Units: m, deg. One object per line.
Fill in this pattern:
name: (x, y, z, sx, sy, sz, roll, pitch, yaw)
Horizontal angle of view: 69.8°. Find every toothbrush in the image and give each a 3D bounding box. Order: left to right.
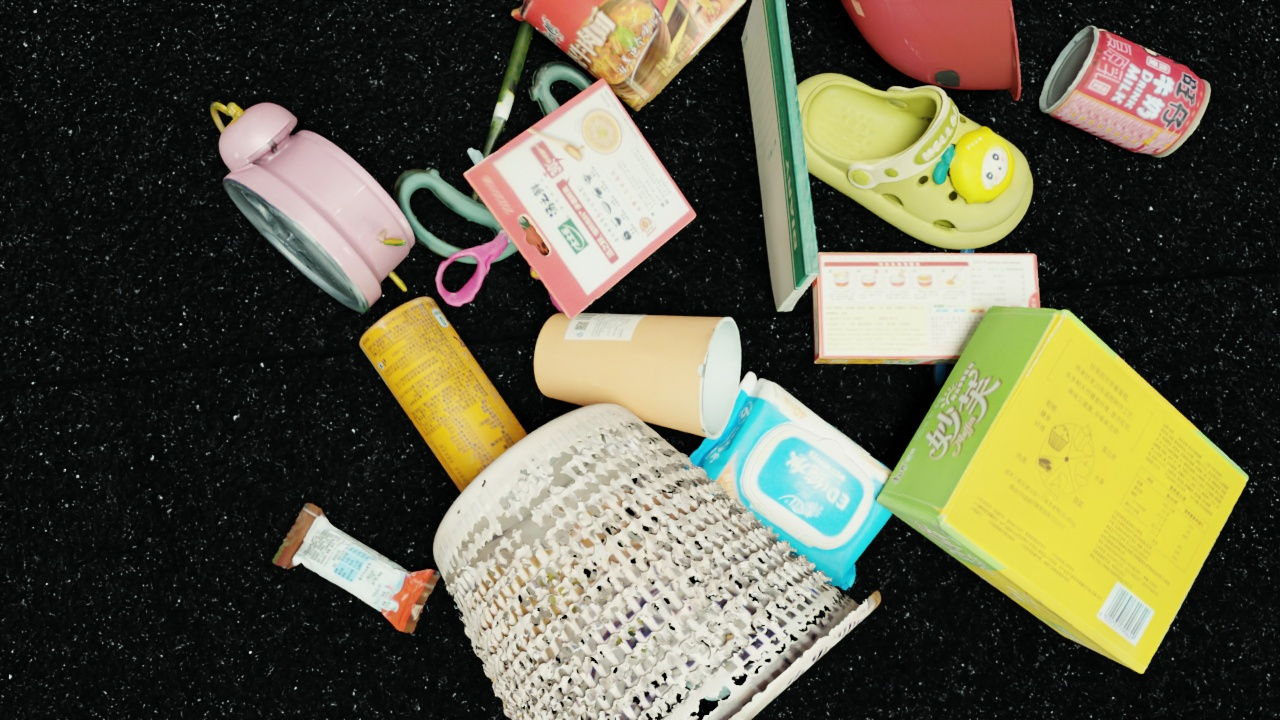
toothbrush: (-0.094, -0.187, 0.660, 0.017, 0.012, 0.185, 16, 83, -9)
toothbrush: (0.222, -0.009, 0.669, 0.014, 0.016, 0.189, 14, 81, 3)

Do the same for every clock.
clock: (-0.217, -0.104, 0.592, 0.158, 0.117, 0.059, 40, 72, -2)

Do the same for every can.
can: (-0.124, 0.031, 0.614, 0.058, 0.058, 0.146, -35, 88, -7)
can: (0.351, -0.194, 0.667, 0.094, 0.066, 0.066, 23, 83, -2)

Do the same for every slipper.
slipper: (0.190, -0.146, 0.645, 0.190, 0.081, 0.091, 25, 85, 1)

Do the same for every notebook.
notebook: (0.090, -0.144, 0.601, 0.012, 0.150, 0.209, -6, 85, 1)

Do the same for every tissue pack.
tissue pack: (0.105, 0.082, 0.624, 0.140, 0.063, 0.090, 36, 83, -1)

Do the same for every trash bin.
trash bin: (-0.009, 0.140, 0.535, 0.227, 0.227, 0.192, -39, 70, -7)

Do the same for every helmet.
helmet: (0.187, -0.292, 0.609, 0.144, 0.206, 0.240, 2, 116, 17)

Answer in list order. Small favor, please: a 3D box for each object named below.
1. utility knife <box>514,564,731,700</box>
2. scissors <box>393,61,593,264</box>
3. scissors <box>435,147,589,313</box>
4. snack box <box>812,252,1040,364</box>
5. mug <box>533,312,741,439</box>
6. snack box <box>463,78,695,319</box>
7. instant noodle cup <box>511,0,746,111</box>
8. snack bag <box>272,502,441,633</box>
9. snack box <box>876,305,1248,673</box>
utility knife: (-0.026, 0.173, 0.633, 0.213, 0.022, 0.031, 35, 86, -5)
scissors: (-0.078, -0.135, 0.646, 0.170, 0.019, 0.179, 15, 83, -12)
scissors: (-0.087, -0.082, 0.624, 0.135, 0.017, 0.133, -32, 98, -15)
snack box: (0.202, -0.037, 0.652, 0.156, 0.027, 0.077, 1, 80, 1)
mug: (-0.004, 0.004, 0.602, 0.123, 0.078, 0.078, 8, 83, 21)
snack box: (-0.043, -0.104, 0.609, 0.126, 0.044, 0.113, -42, 104, -26)
instant noodle cup: (0.000, -0.246, 0.615, 0.108, 0.138, 0.138, 44, 83, -10)
snack bag: (-0.189, 0.139, 0.614, 0.104, 0.026, 0.048, 27, 77, -1)
snack box: (0.282, 0.084, 0.606, 0.210, 0.070, 0.157, 35, 83, -19)
